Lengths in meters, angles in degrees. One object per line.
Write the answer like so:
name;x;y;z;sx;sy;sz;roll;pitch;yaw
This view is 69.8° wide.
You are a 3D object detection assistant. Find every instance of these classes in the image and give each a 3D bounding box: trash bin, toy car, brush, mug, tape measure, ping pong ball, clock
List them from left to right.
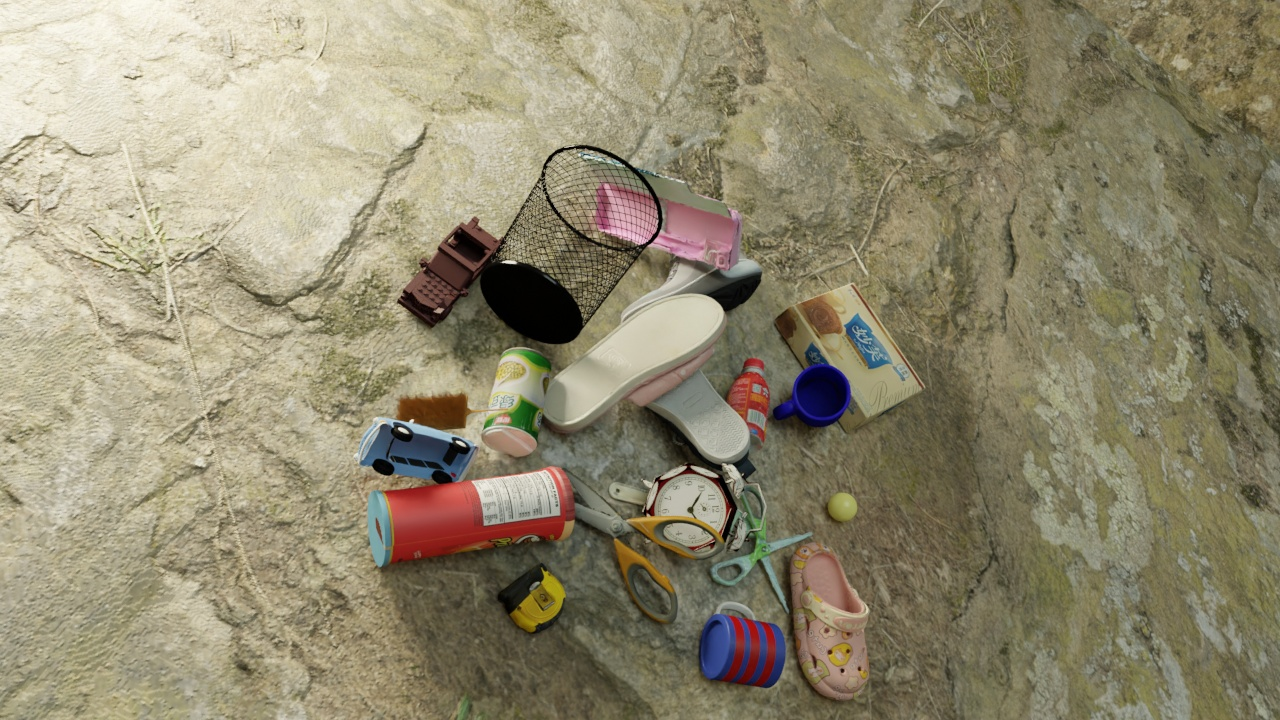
toy car;-0.249;0.099;1.020;0.055;0.056;0.153;35;8;38
brush;-0.224;0.058;1.076;0.126;0.017;0.048;-4;59;4
toy car;-0.238;-0.123;1.188;0.070;0.062;0.169;36;51;-4
tape measure;-0.116;0.269;1.029;0.065;0.037;0.064;-31;78;-38
trash bin;-0.097;-0.145;1.211;0.184;0.185;0.209;33;57;-6
brush;0.060;0.192;1.186;0.217;0.012;0.033;18;55;-17
clock;0.079;0.185;1.142;0.154;0.065;0.114;-2;82;-2
mug;0.117;0.333;1.099;0.076;0.075;0.111;15;29;-19
mug;0.242;0.058;1.311;0.111;0.083;0.079;-23;77;3
ping pong ball;0.281;0.204;1.277;0.040;0.040;0.040;13;56;-21

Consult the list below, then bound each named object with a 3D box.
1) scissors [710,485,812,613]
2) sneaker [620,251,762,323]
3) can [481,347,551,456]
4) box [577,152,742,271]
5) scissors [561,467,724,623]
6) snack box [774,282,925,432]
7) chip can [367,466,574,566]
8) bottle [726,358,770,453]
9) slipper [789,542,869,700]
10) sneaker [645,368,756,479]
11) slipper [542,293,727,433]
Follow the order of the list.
scissors;0.158;0.247;1.194;0.172;0.021;0.171;-11;74;-35
sneaker;0.047;-0.127;1.334;0.256;0.093;0.160;-22;65;-34
can;-0.151;0.051;1.125;0.067;0.068;0.120;20;54;-16
box;0.030;-0.218;1.269;0.231;0.161;0.061;21;59;27
scissors;-0.005;0.201;1.099;0.175;0.016;0.225;-40;83;5
snack box;0.324;-0.009;1.421;0.153;0.055;0.207;-21;73;-35
chip can;-0.186;0.172;1.021;0.213;0.087;0.087;-4;63;-29
bottle;0.151;0.058;1.283;0.062;0.062;0.137;25;53;-13
slipper;0.244;0.323;1.154;0.093;0.082;0.197;0;66;-26
sneaker;0.063;0.065;1.221;0.089;0.087;0.235;-40;62;-10
slipper;-0.007;0.007;1.186;0.274;0.054;0.114;-32;53;-9
